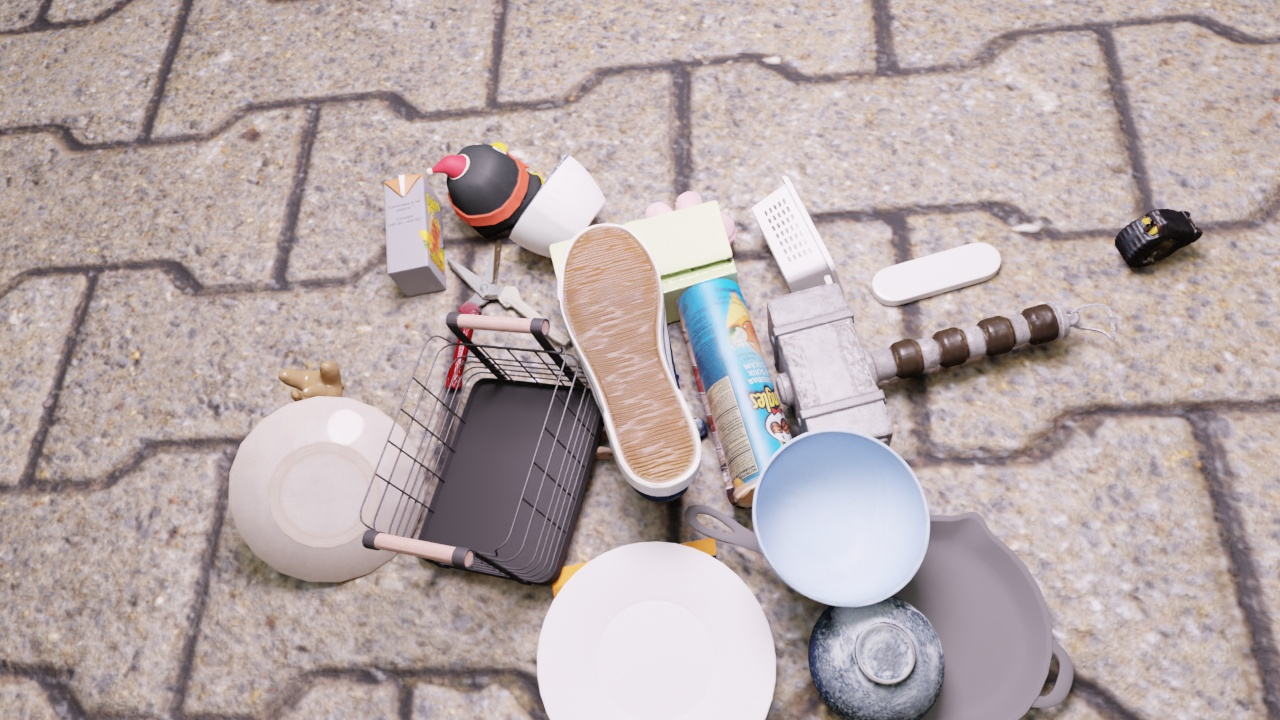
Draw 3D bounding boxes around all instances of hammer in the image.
[{"bbox_3d":[0.294,-0.011,0.897,0.326,0.079,0.176,-15,62,2],"label":"hammer"}]

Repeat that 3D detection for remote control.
[{"bbox_3d":[0.312,-0.091,0.970,0.136,0.013,0.043,-16,62,2],"label":"remote control"}]

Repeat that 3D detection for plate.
[{"bbox_3d":[-0.311,0.130,0.910,0.188,0.027,0.189,-1,94,-10],"label":"plate"},{"bbox_3d":[0.014,0.263,0.808,0.208,0.015,0.208,1,62,-1],"label":"plate"}]

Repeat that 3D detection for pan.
[{"bbox_3d":[0.202,0.211,0.823,0.355,0.024,0.216,23,70,14],"label":"pan"}]

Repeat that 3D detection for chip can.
[{"bbox_3d":[0.096,0.031,0.915,0.080,0.080,0.229,-16,62,2],"label":"chip can"}]

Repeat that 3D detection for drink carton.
[{"bbox_3d":[-0.263,-0.146,1.071,0.048,0.076,0.124,-11,67,5],"label":"drink carton"}]

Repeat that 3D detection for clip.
[{"bbox_3d":[-0.048,0.093,0.942,0.061,0.024,0.041,-22,59,8],"label":"clip"}]

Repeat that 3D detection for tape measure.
[{"bbox_3d":[0.513,-0.120,0.918,0.067,0.063,0.038,2,57,-32],"label":"tape measure"}]

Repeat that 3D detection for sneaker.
[{"bbox_3d":[-0.005,0.005,0.904,0.120,0.127,0.294,-13,67,-6],"label":"sneaker"}]

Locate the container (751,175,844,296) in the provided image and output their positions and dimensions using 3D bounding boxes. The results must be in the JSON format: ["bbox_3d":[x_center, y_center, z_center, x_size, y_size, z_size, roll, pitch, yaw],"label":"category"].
[{"bbox_3d":[0.165,-0.123,0.979,0.049,0.081,0.129,-26,62,10],"label":"container"}]

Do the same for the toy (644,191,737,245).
[{"bbox_3d":[0.047,-0.147,1.029,0.108,0.053,0.105,-22,47,1],"label":"toy"}]

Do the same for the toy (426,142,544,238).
[{"bbox_3d":[-0.178,-0.204,1.058,0.097,0.119,0.099,17,74,22],"label":"toy"}]

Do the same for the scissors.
[{"bbox_3d":[-0.157,-0.052,1.037,0.179,0.015,0.198,7,65,15],"label":"scissors"}]

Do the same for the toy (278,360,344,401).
[{"bbox_3d":[-0.339,0.061,0.974,0.134,0.106,0.108,-11,73,9],"label":"toy"}]

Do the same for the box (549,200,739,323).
[{"bbox_3d":[0.008,-0.085,0.969,0.188,0.130,0.064,-14,19,2],"label":"box"}]

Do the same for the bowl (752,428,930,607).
[{"bbox_3d":[0.165,0.140,0.797,0.150,0.075,0.150,1,72,-4],"label":"bowl"}]

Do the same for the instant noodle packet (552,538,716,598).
[{"bbox_3d":[0.009,0.281,0.831,0.160,0.032,0.220,-12,63,2],"label":"instant noodle packet"}]

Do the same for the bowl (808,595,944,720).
[{"bbox_3d":[0.199,0.245,0.762,0.114,0.061,0.114,-2,65,4],"label":"bowl"}]

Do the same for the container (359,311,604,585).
[{"bbox_3d":[-0.148,0.090,0.886,0.163,0.130,0.240,5,65,23],"label":"container"}]

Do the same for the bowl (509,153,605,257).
[{"bbox_3d":[-0.089,-0.165,1.030,0.065,0.116,0.116,36,73,-7],"label":"bowl"}]
